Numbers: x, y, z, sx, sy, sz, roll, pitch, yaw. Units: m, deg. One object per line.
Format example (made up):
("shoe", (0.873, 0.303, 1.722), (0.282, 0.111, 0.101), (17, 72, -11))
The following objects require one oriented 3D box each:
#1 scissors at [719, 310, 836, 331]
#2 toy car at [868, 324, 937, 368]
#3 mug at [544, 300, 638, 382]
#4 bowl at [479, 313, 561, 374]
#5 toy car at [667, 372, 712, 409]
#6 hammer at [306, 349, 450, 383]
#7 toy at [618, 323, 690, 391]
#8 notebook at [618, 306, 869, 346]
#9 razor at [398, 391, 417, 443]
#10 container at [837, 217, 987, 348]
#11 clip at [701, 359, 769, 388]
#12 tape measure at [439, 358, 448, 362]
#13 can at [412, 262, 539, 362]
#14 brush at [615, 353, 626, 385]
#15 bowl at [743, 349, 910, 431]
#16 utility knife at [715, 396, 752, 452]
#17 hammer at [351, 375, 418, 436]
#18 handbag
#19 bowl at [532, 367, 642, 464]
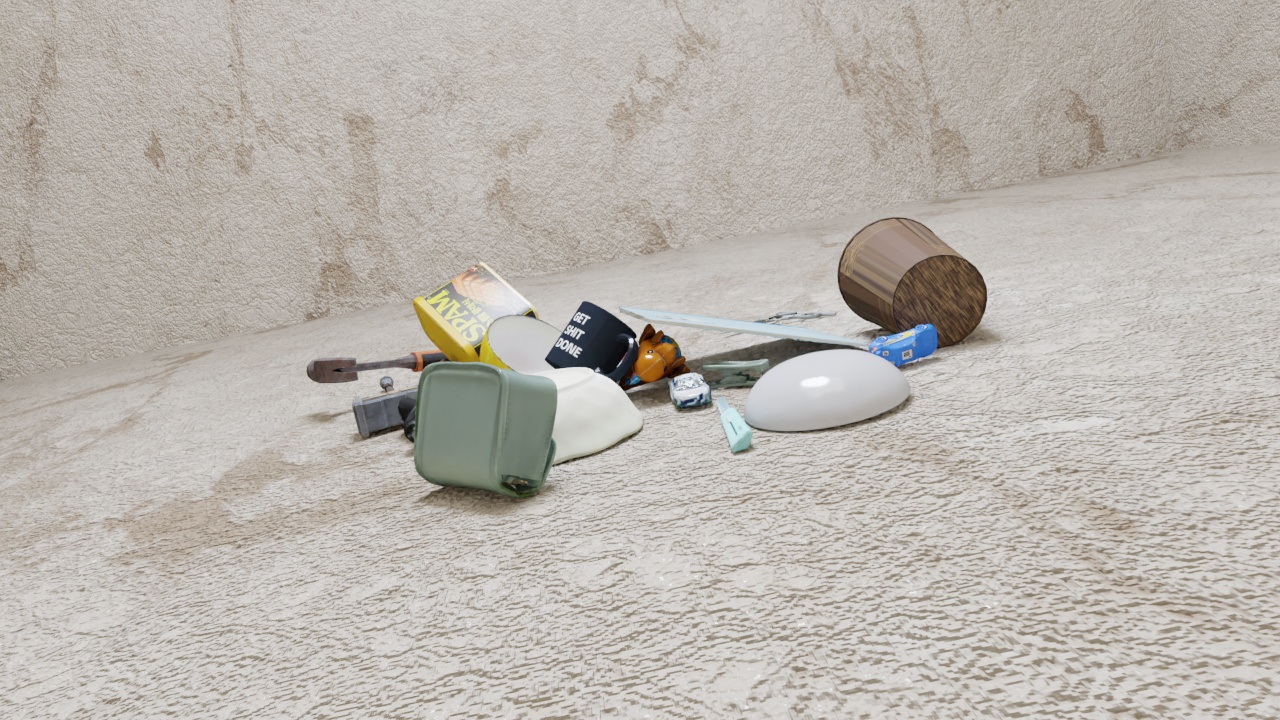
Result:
("scissors", (0.186, -0.056, 1.282), (0.158, 0.014, 0.141), (0, 12, 41))
("toy car", (0.260, -0.001, 0.900), (0.092, 0.033, 0.062), (-17, 27, -5))
("mug", (-0.044, -0.009, 0.990), (0.105, 0.071, 0.077), (23, 78, 49))
("bowl", (-0.135, 0.008, 1.070), (0.117, 0.068, 0.117), (21, 34, -15))
("toy car", (0.050, 0.029, 0.943), (0.038, 0.027, 0.089), (-9, 11, -2))
("hammer", (-0.292, -0.001, 1.289), (0.313, 0.035, 0.138), (-7, 3, -32))
("toy", (0.001, 0.013, 0.997), (0.103, 0.070, 0.090), (-40, 2, 16))
("notebook", (0.113, -0.040, 1.074), (0.253, 0.009, 0.181), (6, 6, -13))
("razor", (-0.239, 0.063, 0.997), (0.063, 0.053, 0.141), (-25, 14, -28))
("container", (0.307, -0.084, 1.032), (0.132, 0.132, 0.167), (-11, 17, 1))
("clip", (0.100, 0.014, 0.969), (0.076, 0.042, 0.023), (-4, 11, 33))
("tape measure", (-0.241, 0.028, 1.152), (0.038, 0.058, 0.059), (-44, 14, -9))
("can", (-0.202, -0.049, 1.155), (0.104, 0.075, 0.135), (-36, 55, -21))
("brush", (-0.007, 0.006, 1.104), (0.030, 0.041, 0.172), (15, 20, 27))
("bowl", (0.163, 0.018, 0.825), (0.149, 0.043, 0.149), (-13, 12, 3))
("utility knife", (0.081, 0.054, 0.823), (0.022, 0.015, 0.165), (-42, 8, 5))
("hammer", (-0.330, 0.045, 1.218), (0.098, 0.044, 0.322), (-14, 9, -16))
("handbag", (-0.132, 0.058, 0.772), (0.122, 0.106, 0.067), (1, -8, 43))
("bowl", (-0.093, 0.049, 0.896), (0.189, 0.060, 0.218), (-2, 13, 38))
